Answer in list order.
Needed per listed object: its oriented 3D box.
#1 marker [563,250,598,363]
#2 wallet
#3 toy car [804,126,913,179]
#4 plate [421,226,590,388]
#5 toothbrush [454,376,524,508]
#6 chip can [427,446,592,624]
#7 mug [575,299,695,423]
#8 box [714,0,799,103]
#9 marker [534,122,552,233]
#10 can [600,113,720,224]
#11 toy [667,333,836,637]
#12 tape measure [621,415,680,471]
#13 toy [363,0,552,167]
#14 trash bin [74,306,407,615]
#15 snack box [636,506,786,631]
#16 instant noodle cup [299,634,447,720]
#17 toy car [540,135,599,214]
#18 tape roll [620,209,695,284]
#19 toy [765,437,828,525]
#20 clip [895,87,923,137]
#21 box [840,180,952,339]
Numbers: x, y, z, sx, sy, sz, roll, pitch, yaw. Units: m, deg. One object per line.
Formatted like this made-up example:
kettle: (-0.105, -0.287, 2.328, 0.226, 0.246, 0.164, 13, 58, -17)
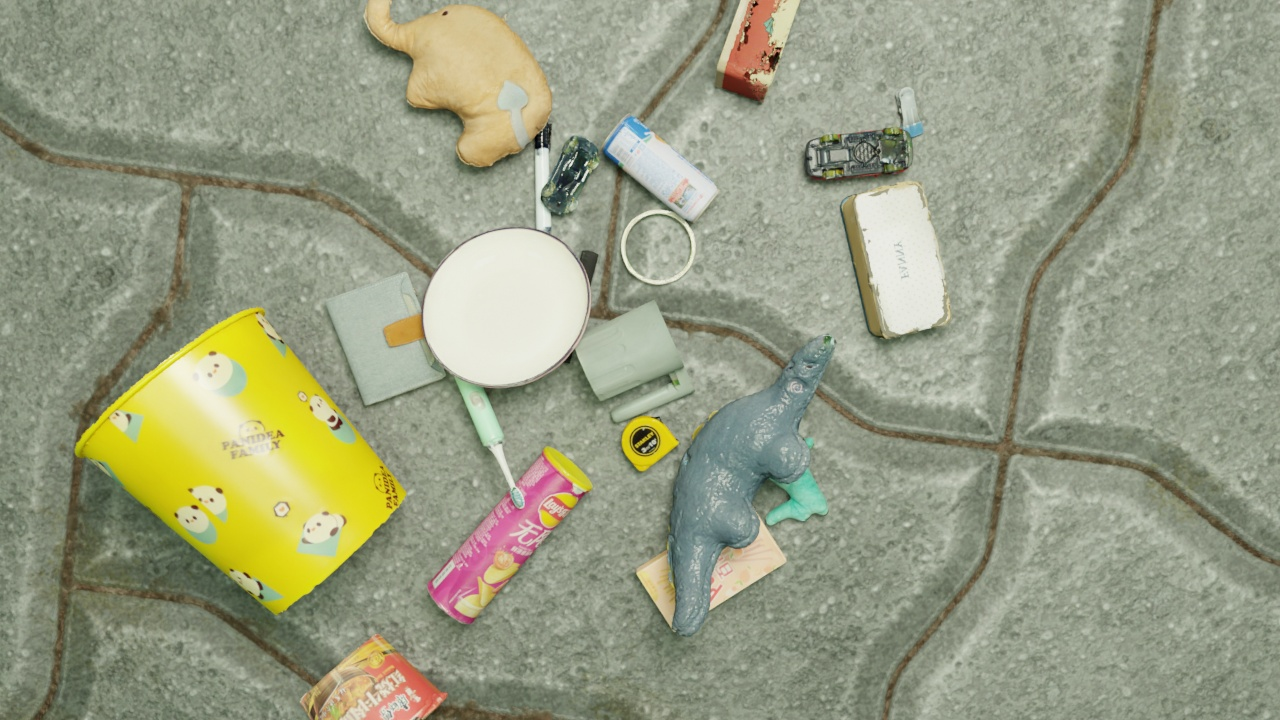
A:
marker: (-0.074, -0.062, 1.054, 0.022, 0.020, 0.132, 11, 95, -46)
wallet: (-0.289, -0.025, 1.048, 0.106, 0.037, 0.129, -20, 94, 1)
toy car: (0.245, -0.232, 1.034, 0.120, 0.045, 0.053, -4, 95, 5)
plate: (-0.147, -0.056, 1.023, 0.192, 0.039, 0.192, -3, 70, 8)
toothbrush: (-0.176, 0.063, 1.028, 0.026, 0.027, 0.224, -23, 76, -10)
chip can: (-0.149, 0.199, 1.045, 0.071, 0.071, 0.210, 41, 93, -2)
mug: (-0.006, 0.006, 1.037, 0.103, 0.083, 0.124, -23, 118, 2)
box: (0.145, -0.375, 1.002, 0.077, 0.091, 0.168, 19, 93, 2)
marker: (-0.110, -0.208, 1.048, 0.022, 0.018, 0.131, -2, 93, -10)
can: (0.023, -0.214, 1.030, 0.134, 0.053, 0.053, 39, 92, -2)
toy: (0.105, 0.122, 1.013, 0.091, 0.138, 0.356, 31, 86, -31)
tape measure: (0.007, 0.092, 1.060, 0.060, 0.029, 0.057, -39, 94, 2)
toy: (-0.196, -0.325, 1.010, 0.143, 0.082, 0.226, -42, 90, -6)
trash bin: (-0.403, 0.113, 0.970, 0.229, 0.229, 0.255, -41, 99, 2)
snack box: (0.082, 0.239, 1.070, 0.157, 0.026, 0.084, -33, 93, 1)
instant noodle cup: (-0.304, 0.385, 1.030, 0.138, 0.138, 0.108, -43, 84, 2)
toy car: (-0.082, -0.209, 1.036, 0.043, 0.034, 0.090, 24, 92, -33)
tape roll: (0.021, -0.130, 1.055, 0.086, 0.014, 0.086, 0, 93, -1)
toy: (0.178, 0.148, 1.065, 0.096, 0.030, 0.092, -31, 91, 7)
clip: (0.305, -0.283, 1.047, 0.024, 0.029, 0.057, -16, 104, 3)
box: (0.286, -0.119, 1.036, 0.090, 0.059, 0.184, -12, 91, 0)
